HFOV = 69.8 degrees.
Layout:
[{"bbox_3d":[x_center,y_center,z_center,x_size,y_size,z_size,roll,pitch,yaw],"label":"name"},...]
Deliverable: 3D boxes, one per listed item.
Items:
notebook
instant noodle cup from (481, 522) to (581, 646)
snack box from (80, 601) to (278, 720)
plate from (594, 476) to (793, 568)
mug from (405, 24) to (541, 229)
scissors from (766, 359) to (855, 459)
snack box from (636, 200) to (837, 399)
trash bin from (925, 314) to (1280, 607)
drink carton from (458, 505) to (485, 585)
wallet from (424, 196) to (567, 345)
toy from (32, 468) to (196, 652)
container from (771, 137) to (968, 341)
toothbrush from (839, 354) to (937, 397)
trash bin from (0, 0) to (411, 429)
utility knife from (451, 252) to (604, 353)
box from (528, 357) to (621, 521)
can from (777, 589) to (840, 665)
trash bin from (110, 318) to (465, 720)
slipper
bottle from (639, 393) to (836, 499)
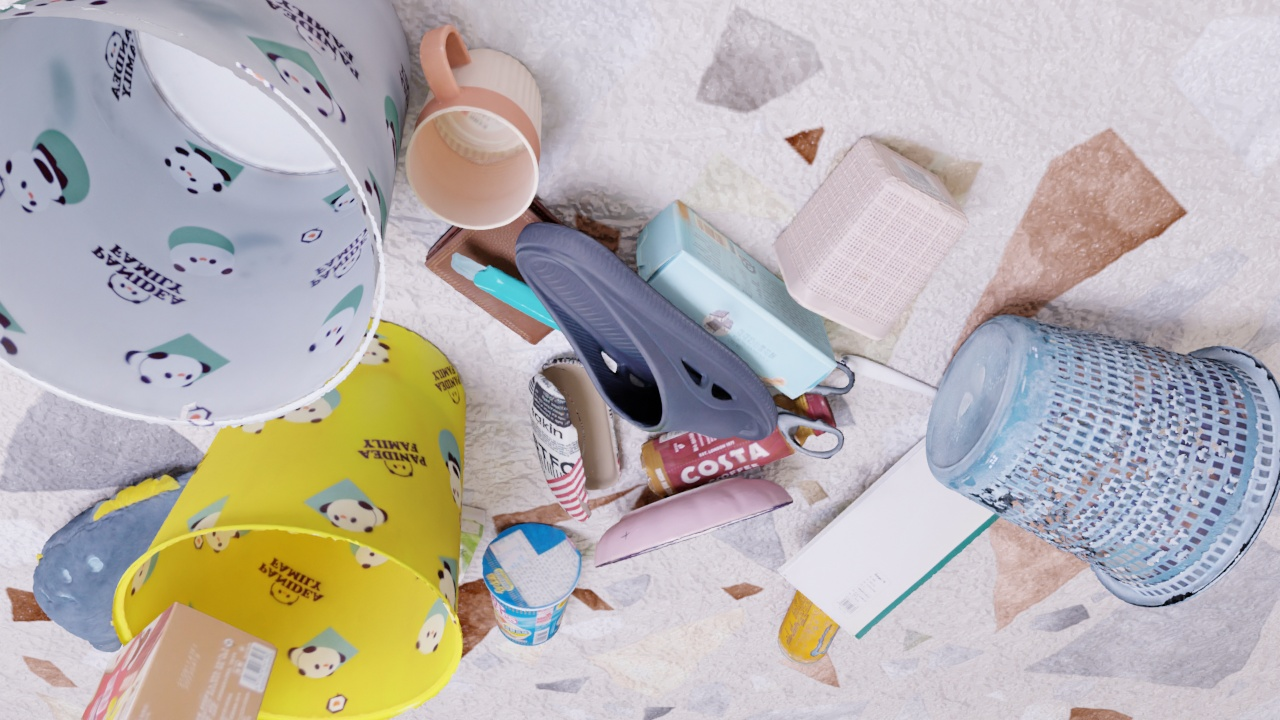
[{"bbox_3d":[0.255,0.178,0.912,0.209,0.012,0.150,-43,121,6],"label":"notebook"},{"bbox_3d":[-0.112,0.238,0.941,0.099,0.099,0.110,4,136,-6],"label":"instant noodle cup"},{"bbox_3d":[-0.302,0.228,0.587,0.095,0.092,0.077,-37,122,24],"label":"snack box"},{"bbox_3d":[0.044,0.145,0.851,0.192,0.039,0.192,-17,168,-4],"label":"plate"},{"bbox_3d":[-0.111,-0.161,0.599,0.082,0.105,0.115,-15,128,9],"label":"mug"},{"bbox_3d":[0.100,0.034,0.788,0.165,0.014,0.162,-30,83,1],"label":"scissors"},{"bbox_3d":[0.075,-0.046,0.723,0.174,0.074,0.052,33,122,-26],"label":"snack box"},{"bbox_3d":[0.356,0.062,0.755,0.195,0.226,0.227,21,126,-3],"label":"trash bin"},{"bbox_3d":[-0.200,0.200,0.931,0.053,0.045,0.123,17,126,-15],"label":"drink carton"},{"bbox_3d":[-0.094,-0.073,0.723,0.101,0.032,0.124,-35,122,27],"label":"wallet"},{"bbox_3d":[-0.514,0.205,0.902,0.137,0.091,0.357,5,137,-43],"label":"toy"},{"bbox_3d":[0.171,-0.092,0.682,0.090,0.089,0.111,23,122,-20],"label":"container"},{"bbox_3d":[0.256,0.028,0.829,0.180,0.016,0.016,20,121,-17],"label":"toothbrush"},{"bbox_3d":[-0.242,-0.128,0.526,0.229,0.251,0.230,-1,129,-2],"label":"trash bin"},{"bbox_3d":[-0.075,-0.043,0.716,0.174,0.013,0.029,28,129,-36],"label":"utility knife"},{"bbox_3d":[-0.054,0.065,0.827,0.086,0.076,0.163,-35,135,-26],"label":"box"},{"bbox_3d":[0.194,0.268,0.997,0.058,0.058,0.146,6,129,-8],"label":"can"},{"bbox_3d":[-0.241,0.112,0.721,0.229,0.254,0.230,-1,129,-1],"label":"trash bin"},{"bbox_3d":[-0.004,0.004,0.691,0.111,0.083,0.268,7,152,50],"label":"slipper"},{"bbox_3d":[0.088,0.072,0.831,0.175,0.057,0.057,-22,127,15],"label":"bottle"}]
